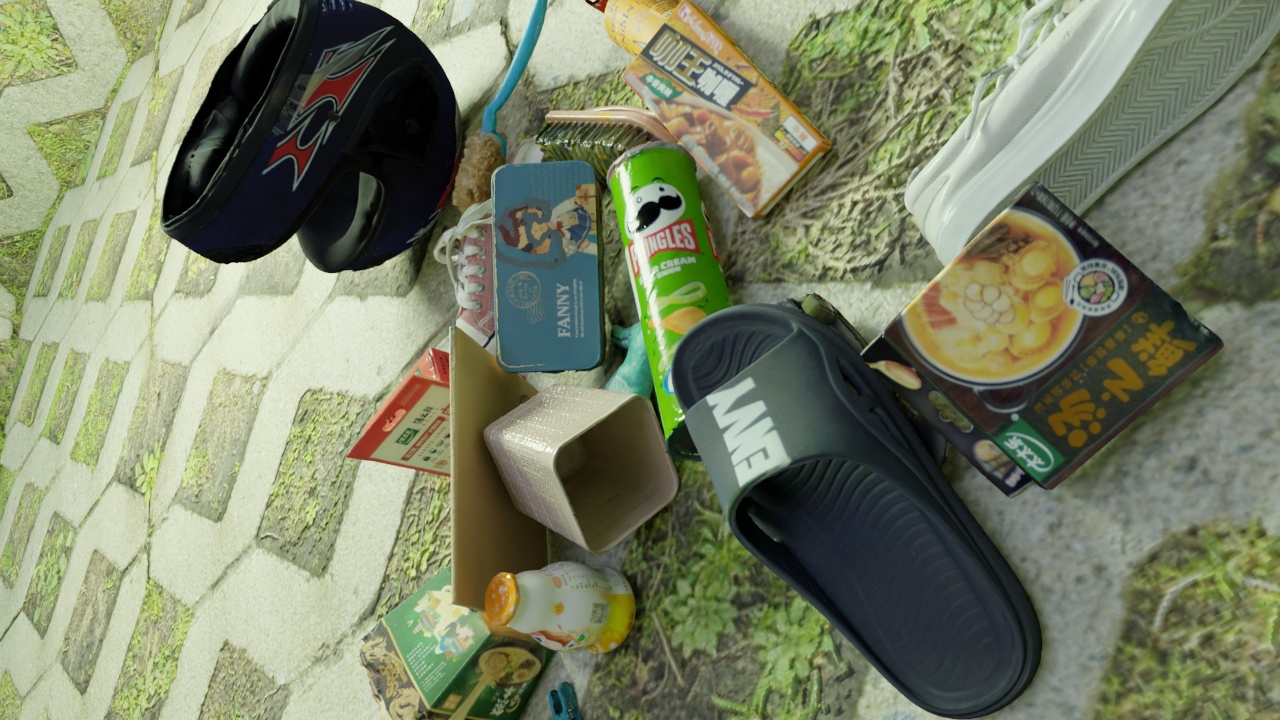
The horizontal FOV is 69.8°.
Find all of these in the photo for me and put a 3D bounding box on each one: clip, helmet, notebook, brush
[{"bbox_3d":[-0.054,0.268,0.682,0.043,0.014,0.056,-41,52,29],"label":"clip"},{"bbox_3d":[-0.317,-0.210,0.955,0.248,0.240,0.314,-4,62,45],"label":"helmet"},{"bbox_3d":[-0.107,0.094,0.709,0.008,0.148,0.207,-13,64,16],"label":"notebook"},{"bbox_3d":[-0.128,-0.252,0.882,0.083,0.046,0.255,-70,4,-70],"label":"brush"},{"bbox_3d":[-0.021,-0.187,0.780,0.146,0.063,0.073,14,56,47],"label":"brush"}]

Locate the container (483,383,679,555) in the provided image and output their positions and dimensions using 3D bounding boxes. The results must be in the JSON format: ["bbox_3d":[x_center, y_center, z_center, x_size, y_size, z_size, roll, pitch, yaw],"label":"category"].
[{"bbox_3d":[-0.048,0.072,0.674,0.111,0.089,0.090,11,127,51],"label":"container"}]

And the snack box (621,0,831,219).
[{"bbox_3d":[0.061,-0.182,0.667,0.075,0.026,0.153,-46,74,25],"label":"snack box"}]

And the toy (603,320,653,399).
[{"bbox_3d":[-0.004,0.004,0.715,0.096,0.030,0.092,24,89,55],"label":"toy"}]

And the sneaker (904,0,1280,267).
[{"bbox_3d":[0.235,-0.154,0.483,0.243,0.089,0.090,-52,40,28],"label":"sneaker"}]

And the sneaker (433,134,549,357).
[{"bbox_3d":[-0.139,-0.102,0.849,0.118,0.087,0.241,21,90,48],"label":"sneaker"}]

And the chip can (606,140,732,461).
[{"bbox_3d":[0.030,-0.047,0.666,0.072,0.072,0.235,-33,55,34],"label":"chip can"}]

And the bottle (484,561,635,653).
[{"bbox_3d":[-0.056,0.173,0.648,0.063,0.108,0.063,-21,60,42],"label":"bottle"}]

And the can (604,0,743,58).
[{"bbox_3d":[0.025,-0.264,0.757,0.058,0.058,0.146,-55,44,17],"label":"can"}]

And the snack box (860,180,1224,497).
[{"bbox_3d":[0.192,-0.005,0.460,0.113,0.053,0.126,45,108,9],"label":"snack box"}]

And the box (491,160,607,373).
[{"bbox_3d":[-0.073,-0.067,0.745,0.090,0.059,0.184,-5,83,4],"label":"box"}]

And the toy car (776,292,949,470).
[{"bbox_3d":[0.124,0.022,0.561,0.070,0.042,0.158,-52,51,20],"label":"toy car"}]

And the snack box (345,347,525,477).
[{"bbox_3d":[-0.179,0.047,0.808,0.113,0.127,0.044,-45,48,25],"label":"snack box"}]

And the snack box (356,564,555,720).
[{"bbox_3d":[-0.136,0.232,0.722,0.105,0.117,0.118,-50,48,5],"label":"snack box"}]

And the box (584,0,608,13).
[{"bbox_3d":[-0.036,-0.382,0.848,0.091,0.080,0.168,-53,45,20],"label":"box"}]

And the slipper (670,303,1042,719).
[{"bbox_3d":[0.102,0.070,0.494,0.111,0.083,0.268,-45,65,20],"label":"slipper"}]
